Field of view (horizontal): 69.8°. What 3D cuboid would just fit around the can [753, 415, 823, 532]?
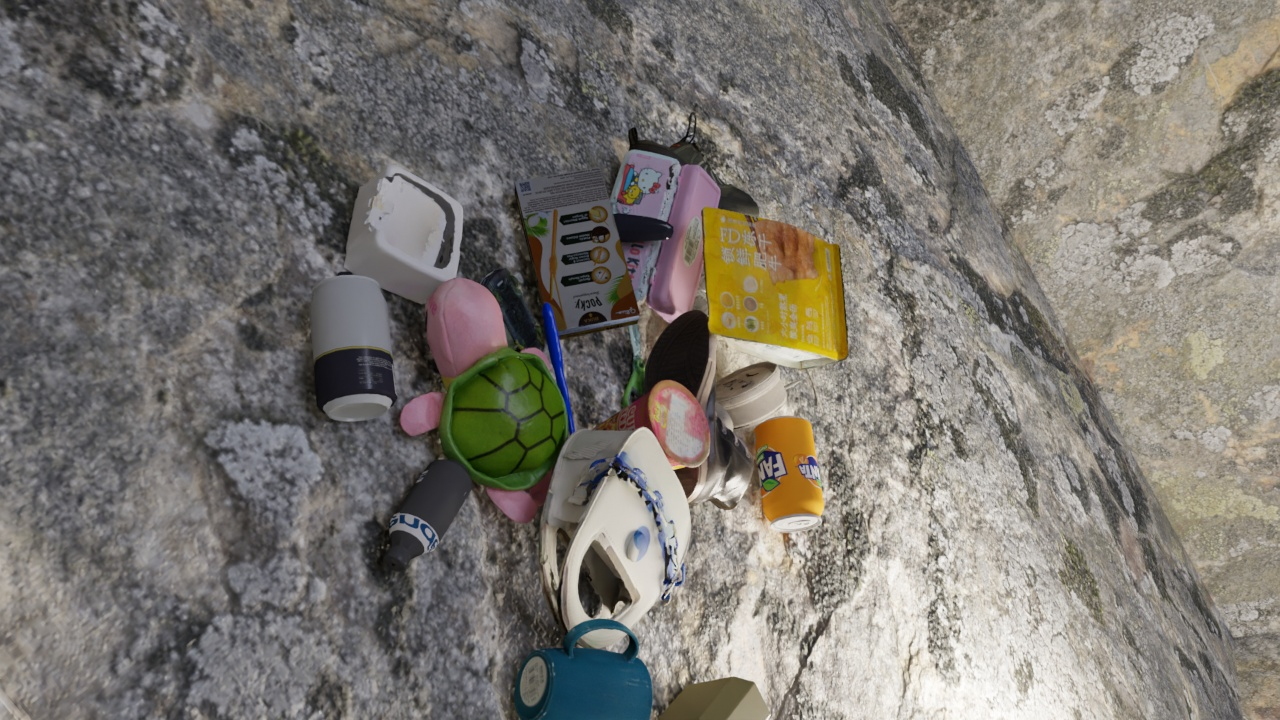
[{"bbox_3d":[0.197,0.149,1.219,0.079,0.079,0.142,23,52,-42],"label":"can"}]

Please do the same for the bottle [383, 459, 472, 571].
[{"bbox_3d":[-0.185,0.133,0.788,0.047,0.047,0.112,49,39,-20],"label":"bottle"}]

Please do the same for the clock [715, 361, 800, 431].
[{"bbox_3d":[0.126,0.061,1.185,0.156,0.104,0.061,-34,104,-28],"label":"clock"}]

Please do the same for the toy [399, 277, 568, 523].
[{"bbox_3d":[-0.137,0.036,0.872,0.189,0.088,0.238,-25,98,-43],"label":"toy"}]

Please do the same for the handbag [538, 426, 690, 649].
[{"bbox_3d":[-0.023,0.176,0.884,0.201,0.093,0.199,62,39,-39],"label":"handbag"}]

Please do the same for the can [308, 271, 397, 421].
[{"bbox_3d":[-0.247,-0.016,0.785,0.064,0.064,0.127,10,61,-48],"label":"can"}]

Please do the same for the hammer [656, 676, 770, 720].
[{"bbox_3d":[0.182,0.383,0.851,0.100,0.326,0.190,-27,91,-54],"label":"hammer"}]

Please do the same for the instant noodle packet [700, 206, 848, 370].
[{"bbox_3d":[0.154,-0.088,1.136,0.221,0.084,0.162,13,70,-40],"label":"instant noodle packet"}]

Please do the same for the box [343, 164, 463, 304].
[{"bbox_3d":[-0.220,-0.126,0.878,0.102,0.076,0.107,29,46,-39],"label":"box"}]

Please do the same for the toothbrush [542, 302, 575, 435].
[{"bbox_3d":[-0.086,0.027,0.977,0.018,0.016,0.182,-6,83,-47],"label":"toothbrush"}]

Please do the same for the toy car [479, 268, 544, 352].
[{"bbox_3d":[-0.138,-0.044,0.964,0.105,0.033,0.047,65,31,-22],"label":"toy car"}]

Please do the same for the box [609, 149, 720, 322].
[{"bbox_3d":[0.027,-0.157,1.137,0.149,0.073,0.201,22,72,-25],"label":"box"}]

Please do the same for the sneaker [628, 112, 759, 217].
[{"bbox_3d":[0.062,-0.261,1.286,0.237,0.101,0.142,9,69,-41],"label":"sneaker"}]

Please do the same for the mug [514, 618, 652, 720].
[{"bbox_3d":[-0.049,0.284,0.820,0.104,0.084,0.112,22,93,-33],"label":"mug"}]

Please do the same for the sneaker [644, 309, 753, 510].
[{"bbox_3d":[0.074,0.061,1.093,0.119,0.095,0.234,22,59,-50],"label":"sneaker"}]

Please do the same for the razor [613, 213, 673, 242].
[{"bbox_3d":[-0.032,-0.162,1.097,0.047,0.143,0.052,-89,-177,-79],"label":"razor"}]

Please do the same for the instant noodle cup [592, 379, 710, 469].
[{"bbox_3d":[0.003,0.085,0.995,0.097,0.109,0.097,28,49,-38],"label":"instant noodle cup"}]

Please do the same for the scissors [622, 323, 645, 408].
[{"bbox_3d":[-0.007,0.003,1.114,0.078,0.033,0.175,9,58,-46],"label":"scissors"}]

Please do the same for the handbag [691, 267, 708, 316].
[{"bbox_3d":[0.119,-0.105,1.241,0.171,0.124,0.112,34,60,-33],"label":"handbag"}]

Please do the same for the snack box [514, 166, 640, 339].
[{"bbox_3d":[-0.073,-0.122,1.040,0.101,0.032,0.186,-12,75,-10],"label":"snack box"}]
